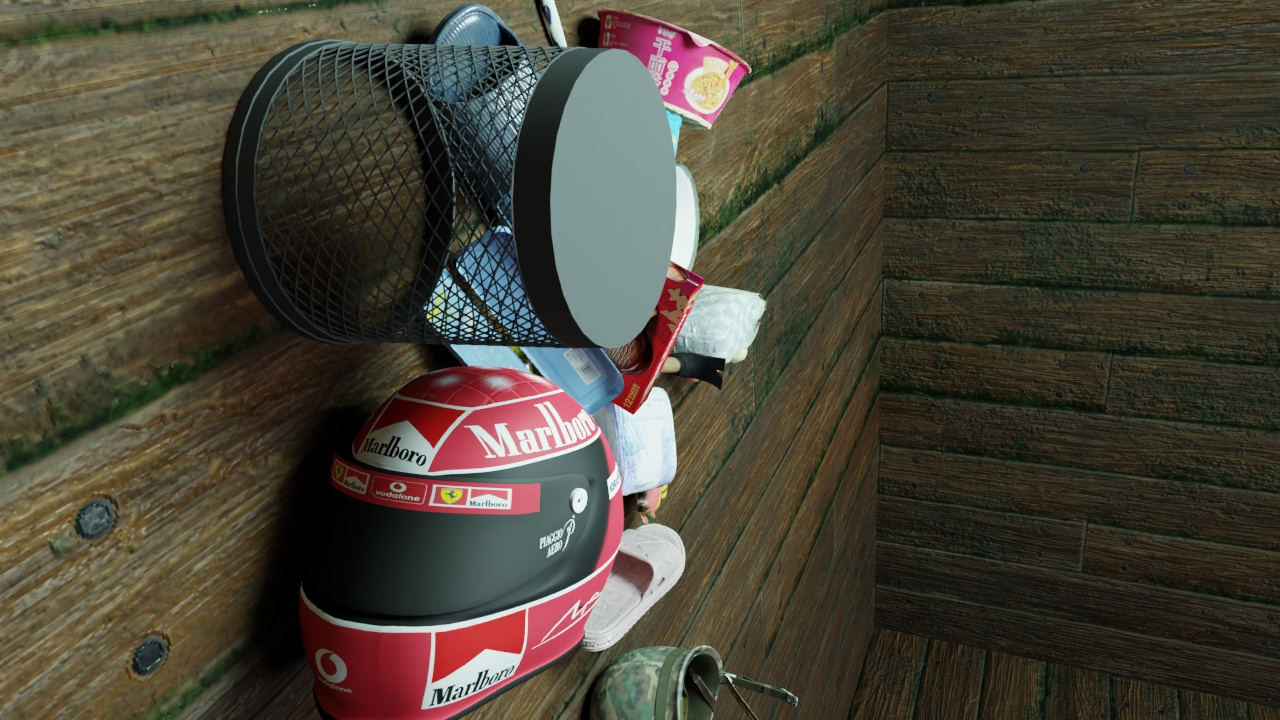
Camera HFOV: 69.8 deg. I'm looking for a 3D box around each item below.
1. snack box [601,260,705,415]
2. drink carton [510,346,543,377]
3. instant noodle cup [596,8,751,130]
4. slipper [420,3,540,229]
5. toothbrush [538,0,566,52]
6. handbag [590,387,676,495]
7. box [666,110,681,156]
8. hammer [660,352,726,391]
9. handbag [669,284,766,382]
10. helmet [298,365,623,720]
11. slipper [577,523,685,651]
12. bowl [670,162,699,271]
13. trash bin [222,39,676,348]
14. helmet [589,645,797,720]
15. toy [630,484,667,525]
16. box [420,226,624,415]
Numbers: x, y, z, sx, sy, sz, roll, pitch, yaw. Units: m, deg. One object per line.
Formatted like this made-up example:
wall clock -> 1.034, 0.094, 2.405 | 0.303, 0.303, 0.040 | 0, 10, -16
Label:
snack box -> -0.030, -0.044, 0.892 | 0.035, 0.132, 0.152 | -46, 164, -55
drink carton -> -0.113, 0.049, 0.909 | 0.123, 0.041, 0.058 | 73, 32, -41
instant noodle cup -> 0.024, -0.310, 1.002 | 0.178, 0.179, 0.078 | -1, 113, -66
slipper -> -0.101, -0.175, 0.795 | 0.101, 0.082, 0.264 | -43, 142, -15
toothbrush -> -0.077, -0.294, 0.943 | 0.017, 0.016, 0.189 | -53, 144, -33
handbag -> -0.016, 0.096, 1.090 | 0.158, 0.069, 0.126 | 11, 70, -67
box -> -0.033, -0.162, 0.990 | 0.097, 0.117, 0.227 | -2, 114, -24
hammer -> -0.006, 0.006, 1.077 | 0.304, 0.132, 0.040 | 0, 99, -58
handbag -> 0.097, -0.035, 1.289 | 0.171, 0.113, 0.123 | -46, 143, -56
helmet -> -0.128, 0.117, 0.697 | 0.270, 0.198, 0.225 | -12, 107, -57
slipper -> -0.016, 0.257, 1.116 | 0.238, 0.094, 0.064 | -39, 135, -54
bowl -> 0.013, -0.162, 1.110 | 0.153, 0.073, 0.153 | 6, 90, -66
trash bin -> -0.115, -0.111, 0.631 | 0.217, 0.228, 0.217 | 6, 90, -66
helmet -> 0.058, 0.462, 1.144 | 0.192, 0.237, 0.224 | -55, 133, -56
toy -> 0.009, 0.168, 1.212 | 0.103, 0.046, 0.084 | -35, 105, -73
box -> -0.107, -0.012, 0.831 | 0.122, 0.047, 0.209 | -49, 122, -20
